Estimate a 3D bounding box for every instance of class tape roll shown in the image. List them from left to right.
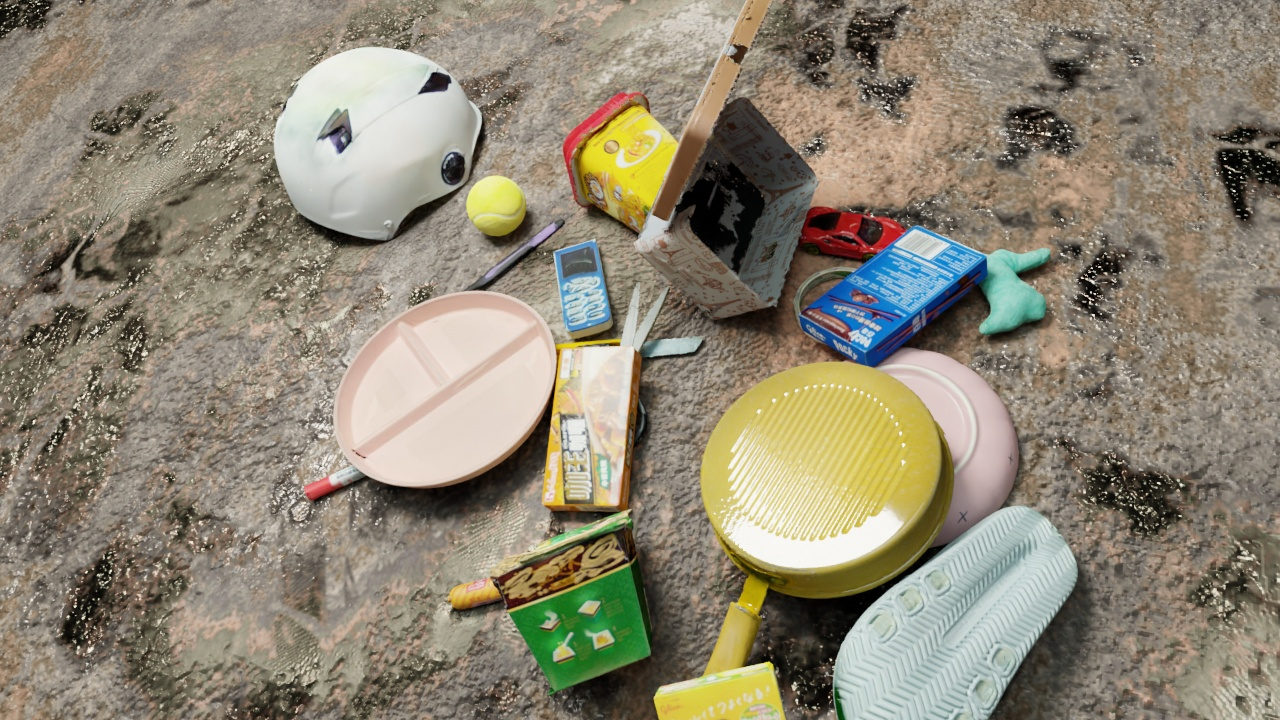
[{"bbox_3d":[0.191,-0.053,0.880,0.086,0.014,0.085,-7,56,10],"label":"tape roll"}]

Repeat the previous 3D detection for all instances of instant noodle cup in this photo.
[{"bbox_3d":[-0.003,-0.199,0.975,0.116,0.116,0.123,-42,68,-14],"label":"instant noodle cup"}]

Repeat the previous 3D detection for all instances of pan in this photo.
[{"bbox_3d":[0.104,0.159,0.715,0.198,0.078,0.356,21,67,39],"label":"pan"}]

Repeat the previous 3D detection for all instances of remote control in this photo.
[{"bbox_3d":[-0.060,-0.075,0.954,0.049,0.024,0.124,-15,52,4],"label":"remote control"}]

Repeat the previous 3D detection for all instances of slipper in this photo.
[{"bbox_3d":[0.225,0.195,0.668,0.244,0.074,0.104,-34,74,-28],"label":"slipper"}]

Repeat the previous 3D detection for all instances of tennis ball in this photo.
[{"bbox_3d":[-0.160,-0.172,1.019,0.065,0.065,0.065,-7,56,10],"label":"tennis ball"}]

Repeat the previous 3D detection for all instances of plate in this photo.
[{"bbox_3d":[-0.189,0.027,0.899,0.230,0.028,0.229,-8,52,10],"label":"plate"},{"bbox_3d":[0.220,0.064,0.780,0.192,0.039,0.192,-7,56,10],"label":"plate"}]

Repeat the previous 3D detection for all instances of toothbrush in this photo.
[{"bbox_3d":[-0.155,-0.098,1.005,0.188,0.017,0.014,-40,68,-16],"label":"toothbrush"}]

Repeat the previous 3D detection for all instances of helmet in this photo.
[{"bbox_3d":[-0.322,-0.283,1.086,0.229,0.146,0.258,33,70,30],"label":"helmet"}]

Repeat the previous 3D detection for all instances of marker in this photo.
[{"bbox_3d":[-0.258,0.100,0.895,0.145,0.017,0.017,-24,55,-2],"label":"marker"}]

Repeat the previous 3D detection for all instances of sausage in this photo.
[{"bbox_3d":[-0.091,0.188,0.790,0.165,0.021,0.021,-15,55,4],"label":"sausage"}]

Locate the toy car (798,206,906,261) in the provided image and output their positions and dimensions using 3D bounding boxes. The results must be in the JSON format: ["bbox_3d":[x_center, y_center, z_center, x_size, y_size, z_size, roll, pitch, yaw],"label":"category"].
[{"bbox_3d":[0.212,-0.127,0.914,0.106,0.031,0.049,15,63,21],"label":"toy car"}]

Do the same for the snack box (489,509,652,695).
[{"bbox_3d":[-0.042,0.188,0.720,0.117,0.118,0.105,-22,86,1],"label":"snack box"}]

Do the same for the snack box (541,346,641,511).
[{"bbox_3d":[-0.044,0.062,0.841,0.075,0.026,0.153,-2,67,18],"label":"snack box"}]

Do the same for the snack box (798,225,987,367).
[{"bbox_3d":[0.231,-0.061,0.838,0.157,0.026,0.084,-36,43,-16],"label":"snack box"}]

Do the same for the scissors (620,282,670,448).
[{"bbox_3d":[-0.020,0.006,0.881,0.164,0.014,0.164,-27,63,5],"label":"scissors"}]

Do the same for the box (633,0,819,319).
[{"bbox_3d":[0.073,-0.178,0.842,0.136,0.270,0.179,10,59,24],"label":"box"}]

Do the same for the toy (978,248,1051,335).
[{"bbox_3d":[0.340,-0.071,0.844,0.096,0.030,0.091,-18,57,0],"label":"toy"}]

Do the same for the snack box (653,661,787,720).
[{"bbox_3d":[0.068,0.291,0.640,0.087,0.034,0.140,-14,80,6],"label":"snack box"}]

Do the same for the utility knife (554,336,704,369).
[{"bbox_3d":[-0.047,-0.010,0.913,0.223,0.015,0.033,-5,59,11],"label":"utility knife"}]
